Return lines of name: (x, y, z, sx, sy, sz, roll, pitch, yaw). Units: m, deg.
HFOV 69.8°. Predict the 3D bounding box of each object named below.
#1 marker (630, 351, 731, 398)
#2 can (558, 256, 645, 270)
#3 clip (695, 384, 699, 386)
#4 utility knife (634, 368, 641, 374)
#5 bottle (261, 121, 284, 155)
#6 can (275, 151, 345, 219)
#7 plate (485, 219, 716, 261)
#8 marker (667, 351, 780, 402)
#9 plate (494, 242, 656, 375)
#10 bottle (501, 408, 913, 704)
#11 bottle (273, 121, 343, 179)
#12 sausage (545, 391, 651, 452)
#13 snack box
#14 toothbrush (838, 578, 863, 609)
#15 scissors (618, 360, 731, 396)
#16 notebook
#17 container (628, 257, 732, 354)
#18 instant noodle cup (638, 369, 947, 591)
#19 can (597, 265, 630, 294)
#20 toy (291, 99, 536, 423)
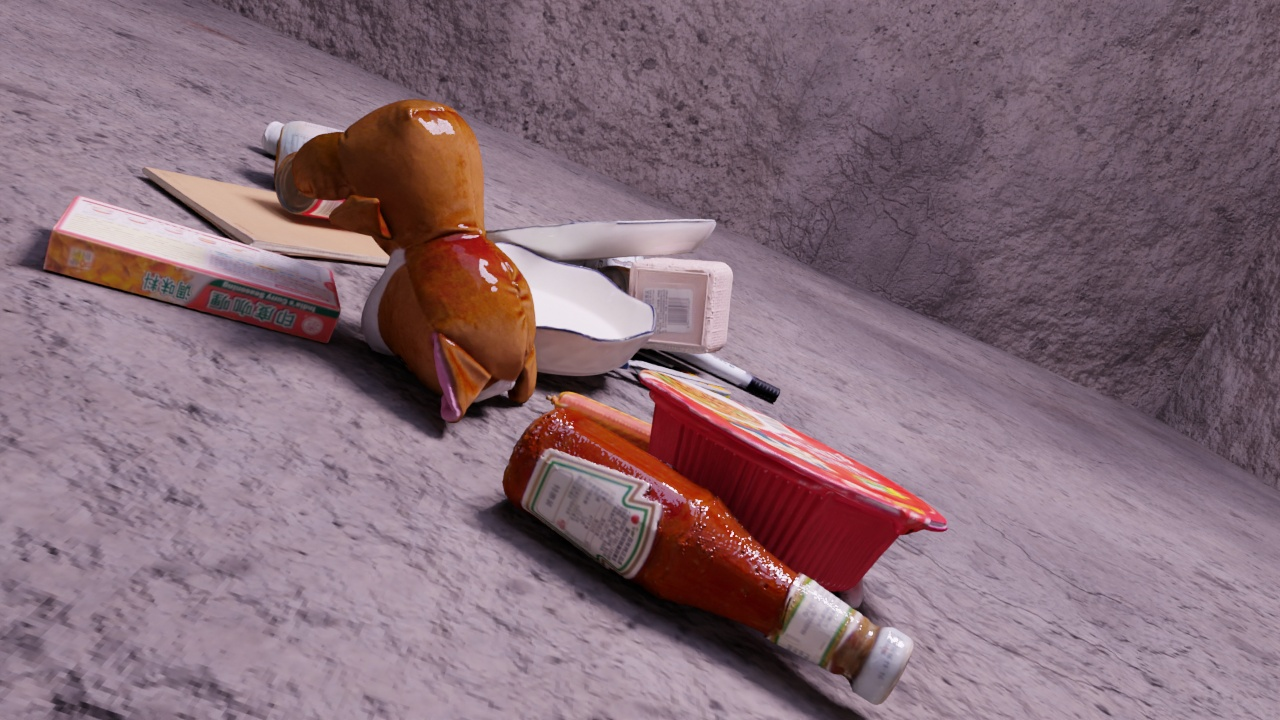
marker: (0.024, 0.010, 0.834, 0.124, 0.015, 0.018, 25, 12, 14)
can: (-0.052, -0.115, 1.076, 0.058, 0.058, 0.146, 31, 16, 26)
clip: (0.065, 0.044, 0.767, 0.058, 0.045, 0.027, 24, 12, -23)
utility knife: (0.063, 0.036, 0.799, 0.151, 0.013, 0.029, 24, 16, -3)
bottle: (-0.319, -0.207, 1.003, 0.195, 0.044, 0.079, 24, 16, 4)
can: (-0.257, -0.150, 0.825, 0.053, 0.053, 0.132, 30, 14, 23)
plate: (-0.044, -0.119, 0.923, 0.265, 0.034, 0.162, -9, 8, -40)
marker: (0.080, 0.007, 0.929, 0.131, 0.018, 0.022, 26, 5, 6)
plate: (-0.090, -0.044, 0.735, 0.205, 0.046, 0.204, 16, 18, -6)
bottle: (0.029, 0.093, 0.440, 0.206, 0.060, 0.059, 29, 15, 17)
bottle: (-0.263, -0.186, 0.917, 0.189, 0.068, 0.068, 10, 18, -20)
sausage: (0.012, 0.057, 0.619, 0.165, 0.021, 0.021, 24, 14, -3)
snack box: (-0.266, -0.056, 0.559, 0.155, 0.027, 0.077, 17, 16, -28)
toothbrush: (0.138, 0.123, 0.607, 0.016, 0.016, 0.179, 21, 15, 8)
scissors: (-0.007, 0.000, 0.786, 0.173, 0.012, 0.125, 8, 18, -33)
notebook: (-0.288, -0.117, 0.788, 0.149, 0.012, 0.211, 31, 14, 26)
container: (0.034, -0.051, 0.859, 0.090, 0.090, 0.110, 6, 6, 10)
instant noodle cup: (0.074, 0.073, 0.533, 0.194, 0.066, 0.193, 25, 5, -3)
can: (0.011, -0.065, 0.995, 0.058, 0.058, 0.145, 35, 18, 37)
toy: (-0.133, -0.056, 0.571, 0.199, 0.131, 0.140, 60, 24, 2)
